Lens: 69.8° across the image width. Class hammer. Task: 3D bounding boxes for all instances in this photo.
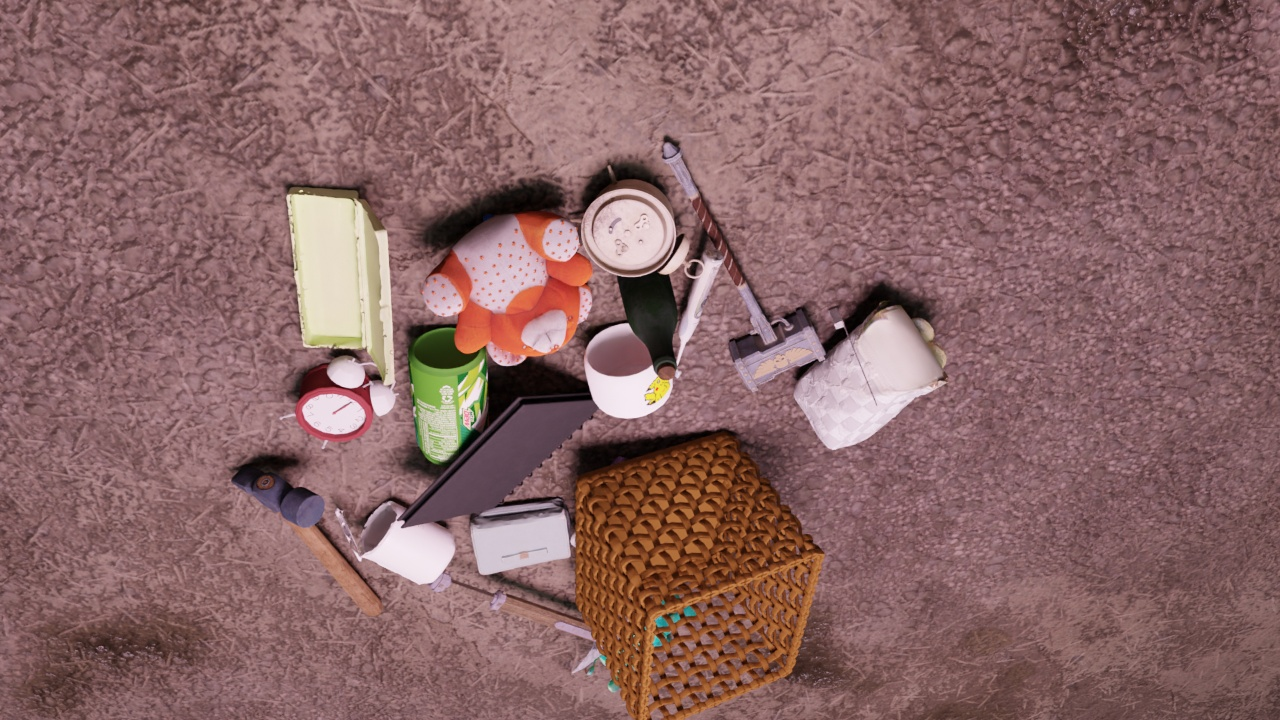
[{"bbox_3d":[-0.157,0.350,1.271,0.316,0.028,0.147,30,106,-32],"label":"hammer"},{"bbox_3d":[0.097,-0.101,0.982,0.098,0.044,0.322,-25,127,11],"label":"hammer"},{"bbox_3d":[-0.401,0.243,1.165,0.129,0.040,0.322,19,146,27],"label":"hammer"}]

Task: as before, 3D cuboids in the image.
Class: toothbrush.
[{"bbox_3d":[0.229,-0.004,0.991,0.010,0.181,0.010,-21,125,12],"label":"toothbrush"},{"bbox_3d":[0.055,-0.046,0.997,0.024,0.022,0.186,31,136,14],"label":"toothbrush"}]

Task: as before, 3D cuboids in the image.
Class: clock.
[{"bbox_3d":[-0.331,0.043,1.022,0.125,0.044,0.087,-31,128,17],"label":"clock"},{"bbox_3d":[0.006,-0.127,0.923,0.141,0.054,0.093,32,120,-13],"label":"clock"}]

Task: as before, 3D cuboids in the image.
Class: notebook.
[{"bbox_3d":[-0.156,0.114,1.071,0.232,0.019,0.168,-44,159,24],"label":"notebook"}]

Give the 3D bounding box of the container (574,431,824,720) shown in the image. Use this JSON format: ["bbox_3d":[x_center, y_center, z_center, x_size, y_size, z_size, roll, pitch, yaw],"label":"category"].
[{"bbox_3d":[0.057,0.269,1.135,0.219,0.214,0.252,-15,133,-20],"label":"container"}]

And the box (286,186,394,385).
[{"bbox_3d":[-0.290,-0.077,0.921,0.133,0.061,0.188,24,131,20],"label":"box"}]

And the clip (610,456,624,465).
[{"bbox_3d":[-0.030,0.145,1.184,0.051,0.014,0.045,-35,127,21],"label":"clip"}]

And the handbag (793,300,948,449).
[{"bbox_3d":[0.270,0.022,1.070,0.123,0.112,0.172,-13,155,-46],"label":"handbag"}]

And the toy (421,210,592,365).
[{"bbox_3d":[-0.121,-0.064,0.932,0.164,0.093,0.172,-32,140,-2],"label":"toy"}]

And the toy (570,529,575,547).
[{"bbox_3d":[-0.059,0.222,1.218,0.075,0.037,0.126,-28,147,-36],"label":"toy"}]

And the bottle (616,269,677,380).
[{"bbox_3d":[0.013,-0.042,0.925,0.055,0.174,0.055,-5,130,-6],"label":"bottle"}]

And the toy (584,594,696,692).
[{"bbox_3d":[-0.001,0.423,1.388,0.193,0.072,0.130,-42,119,13],"label":"toy"}]

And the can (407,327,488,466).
[{"bbox_3d":[-0.211,0.042,1.017,0.083,0.083,0.144,-1,130,-9],"label":"can"}]

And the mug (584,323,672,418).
[{"bbox_3d":[-0.006,0.006,1.024,0.115,0.094,0.068,-44,142,-30],"label":"mug"}]

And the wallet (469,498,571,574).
[{"bbox_3d":[-0.157,0.233,1.213,0.131,0.054,0.100,-11,133,-6],"label":"wallet"}]

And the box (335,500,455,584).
[{"bbox_3d":[-0.317,0.224,1.152,0.092,0.081,0.160,-46,123,8],"label":"box"}]

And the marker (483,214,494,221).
[{"bbox_3d":[-0.163,-0.089,0.962,0.013,0.013,0.142,3,129,-12],"label":"marker"}]
